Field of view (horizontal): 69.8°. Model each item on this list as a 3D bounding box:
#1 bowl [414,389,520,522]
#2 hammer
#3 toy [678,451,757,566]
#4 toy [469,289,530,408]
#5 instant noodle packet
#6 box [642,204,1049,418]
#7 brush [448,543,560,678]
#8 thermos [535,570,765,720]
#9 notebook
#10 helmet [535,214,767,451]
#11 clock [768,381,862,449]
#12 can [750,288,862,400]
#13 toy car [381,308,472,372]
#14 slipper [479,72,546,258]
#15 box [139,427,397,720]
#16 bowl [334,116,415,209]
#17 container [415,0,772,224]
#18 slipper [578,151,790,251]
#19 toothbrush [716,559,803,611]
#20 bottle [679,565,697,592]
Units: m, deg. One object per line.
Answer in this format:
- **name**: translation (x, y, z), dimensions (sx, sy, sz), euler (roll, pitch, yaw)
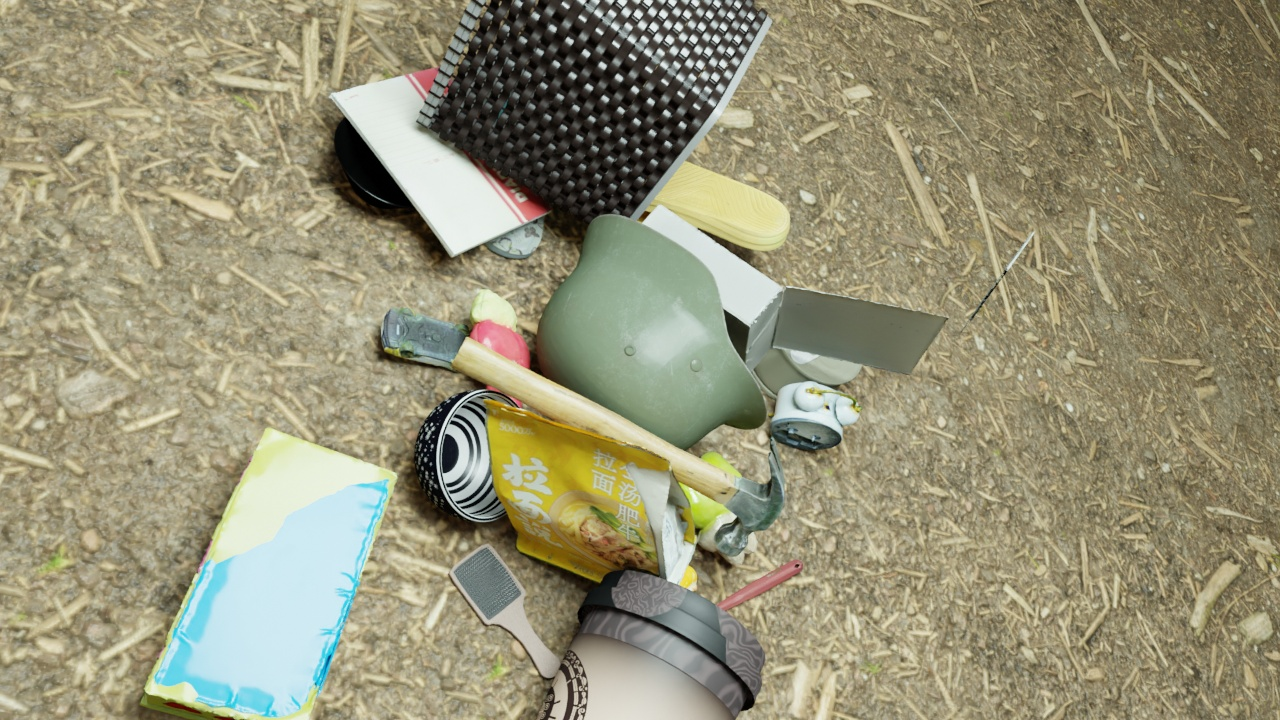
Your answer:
- **bowl**: translation (-0.164, 0.087, 0.850), dimensions (0.120, 0.066, 0.120), euler (4, 85, -53)
- **hammer**: translation (-0.016, 0.067, 0.836), dimensions (0.330, 0.132, 0.033), euler (28, 38, -9)
- **toy**: translation (0.083, 0.159, 0.971), dimensions (0.092, 0.043, 0.118), euler (-26, 81, -39)
- **toy**: translation (-0.142, -0.005, 0.921), dimensions (0.091, 0.045, 0.135), euler (18, 61, -68)
- **instant noodle packet**: translation (-0.043, 0.114, 0.783), dimensions (0.163, 0.222, 0.084), euler (18, 60, 18)
- **box**: translation (0.178, -0.026, 0.958), dimensions (0.419, 0.166, 0.108), euler (24, 73, 11)
- **brush**: translation (-0.117, 0.231, 0.836), dimensions (0.049, 0.015, 0.135), euler (-34, 83, -37)
- **thermos**: translation (-0.014, 0.314, 0.758), dimensions (0.172, 0.173, 0.225), euler (36, 59, -7)
- **notebook**: translation (-0.207, -0.218, 0.976), dimensions (0.208, 0.012, 0.152), euler (52, 46, 3)
- **helmet**: translation (-0.005, 0.005, 0.919), dimensions (0.268, 0.227, 0.153), euler (40, 68, 9)
- **clock**: translation (0.198, 0.061, 1.044), dimensions (0.083, 0.118, 0.057), euler (21, 62, -18)
- **can**: translation (0.196, -0.014, 1.111), dimensions (0.127, 0.073, 0.127), euler (13, 58, -23)
- **toy car**: translation (-0.209, -0.017, 0.913), dimensions (0.105, 0.033, 0.048), euler (16, 55, -37)
- **slipper**: translation (-0.135, -0.240, 1.067), dimensions (0.098, 0.055, 0.268), euler (12, 60, -26)
- **box**: translation (-0.290, 0.179, 0.733), dimensions (0.124, 0.079, 0.220), euler (21, 58, -16)
- **bowl**: translation (-0.268, -0.198, 0.965), dimensions (0.124, 0.053, 0.123), euler (19, 53, -28)
- **container**: translation (-0.041, -0.312, 0.966), dimensions (0.243, 0.246, 0.246), euler (34, 48, -9)
- **slipper**: translation (0.051, -0.186, 1.120), dimensions (0.263, 0.079, 0.099), euler (20, 52, 8)
- **toothbrush**: translation (0.102, 0.246, 0.949), dimensions (0.189, 0.017, 0.016), euler (-17, 72, -35)
- **bottle**: translation (0.004, 0.196, 0.893), dimensions (0.063, 0.063, 0.109), euler (-31, 71, -38)
